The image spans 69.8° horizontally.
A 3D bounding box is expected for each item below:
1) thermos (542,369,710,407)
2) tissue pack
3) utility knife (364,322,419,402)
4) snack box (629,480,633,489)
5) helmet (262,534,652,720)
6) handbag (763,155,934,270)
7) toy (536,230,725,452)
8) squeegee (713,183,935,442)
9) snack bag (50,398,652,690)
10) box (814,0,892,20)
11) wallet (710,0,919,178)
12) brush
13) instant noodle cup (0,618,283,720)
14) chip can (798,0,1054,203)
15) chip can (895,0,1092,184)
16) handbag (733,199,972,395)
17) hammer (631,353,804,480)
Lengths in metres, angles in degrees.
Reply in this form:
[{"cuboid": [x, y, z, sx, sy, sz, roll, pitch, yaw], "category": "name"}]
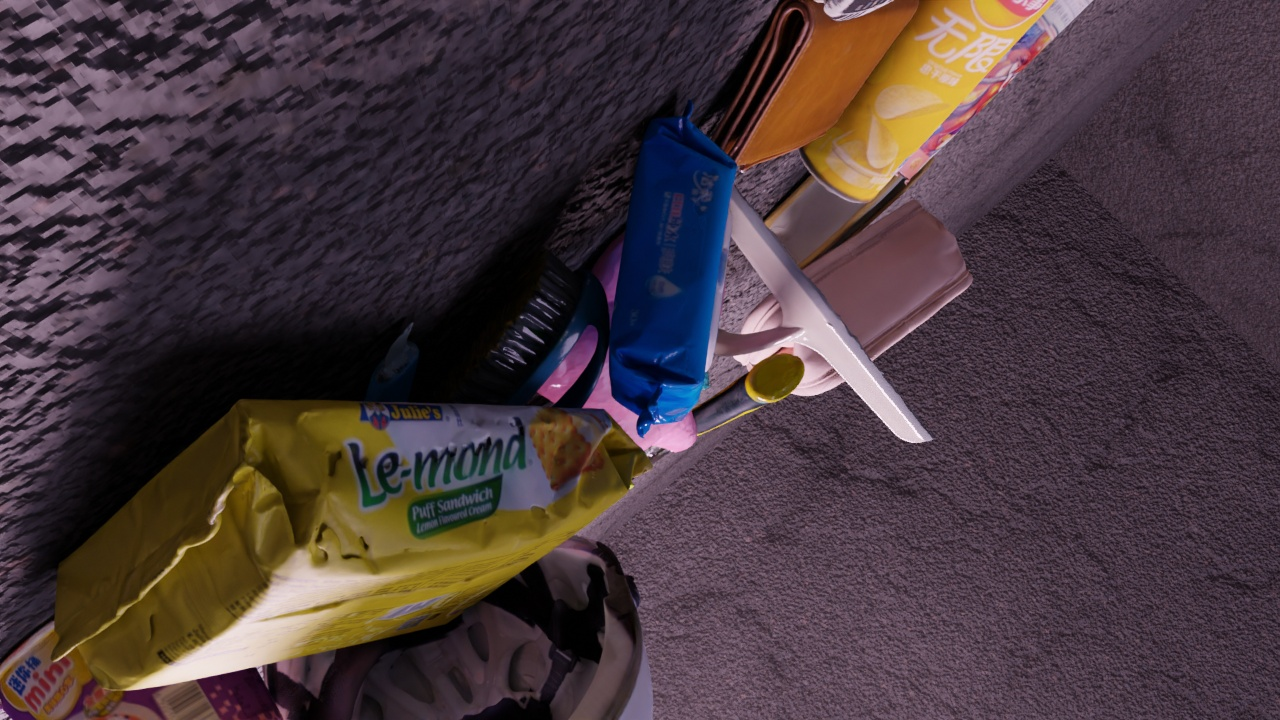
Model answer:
[{"cuboid": [-0.021, 0.040, 0.801, 0.223, 0.073, 0.073, -29, 164, -49], "category": "thermos"}, {"cuboid": [0.017, -0.043, 0.465, 0.095, 0.052, 0.157, 92, 6, -76], "category": "tissue pack"}, {"cuboid": [-0.137, 0.031, 0.483, 0.034, 0.018, 0.166, -50, 176, -40], "category": "utility knife"}, {"cuboid": [-0.087, 0.123, 0.690, 0.156, 0.026, 0.085, -36, 155, 10], "category": "snack box"}, {"cuboid": [-0.094, 0.219, 0.553, 0.228, 0.259, 0.146, -35, 123, -24], "category": "helmet"}, {"cuboid": [0.192, -0.148, 0.832, 0.164, 0.063, 0.178, -44, 173, 21], "category": "handbag"}, {"cuboid": [-0.004, 0.003, 0.599, 0.178, 0.074, 0.195, -38, 137, -17], "category": "toy"}, {"cuboid": [0.068, -0.020, 0.723, 0.039, 0.246, 0.247, -48, -161, -18], "category": "squeegee"}, {"cuboid": [-0.118, 0.082, 0.422, 0.158, 0.068, 0.246, -34, 159, 28], "category": "snack bag"}, {"cuboid": [0.146, -0.206, 0.420, 0.164, 0.064, 0.074, -38, 153, -16], "category": "box"}, {"cuboid": [0.093, -0.152, 0.515, 0.130, 0.035, 0.119, -31, 163, -46], "category": "wallet"}, {"cuboid": [-0.064, 0.009, 0.484, 0.144, 0.073, 0.055, -46, -153, 27], "category": "brush"}, {"cuboid": [-0.242, 0.171, 0.458, 0.111, 0.099, 0.112, -39, 171, -8], "category": "instant noodle cup"}, {"cuboid": [0.188, -0.197, 0.580, 0.071, 0.072, 0.214, -30, 166, -46], "category": "chip can"}, {"cuboid": [0.247, -0.230, 0.659, 0.215, 0.071, 0.071, -45, 169, 24], "category": "chip can"}, {"cuboid": [0.168, -0.043, 0.848, 0.193, 0.093, 0.234, -33, 180, -16], "category": "handbag"}, {"cuboid": [0.044, 0.054, 0.753, 0.126, 0.032, 0.324, -33, 176, -21], "category": "hammer"}]
